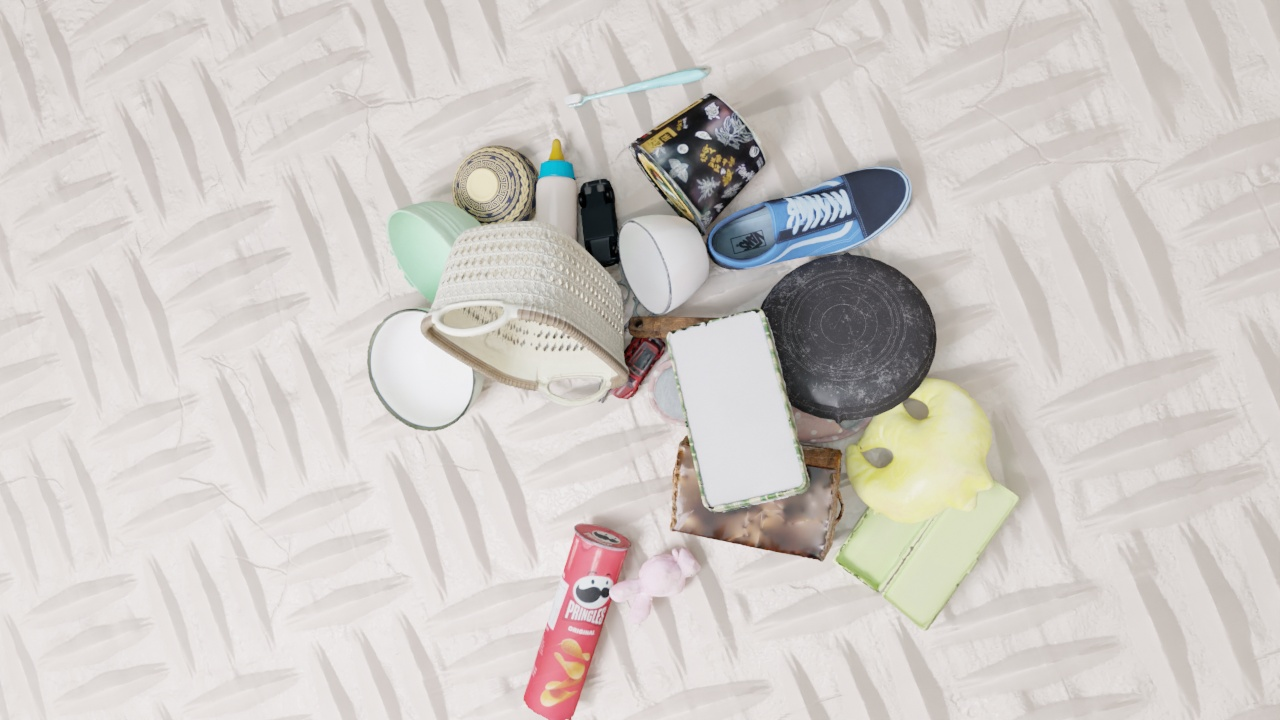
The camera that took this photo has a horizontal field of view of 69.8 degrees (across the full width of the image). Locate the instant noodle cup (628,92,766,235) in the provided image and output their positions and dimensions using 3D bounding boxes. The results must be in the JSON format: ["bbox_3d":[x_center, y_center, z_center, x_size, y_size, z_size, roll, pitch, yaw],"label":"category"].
[{"bbox_3d":[0.069,-0.231,1.049,0.112,0.137,0.137,-41,84,0],"label":"instant noodle cup"}]

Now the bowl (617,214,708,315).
[{"bbox_3d":[0.030,-0.116,1.057,0.065,0.116,0.116,-23,87,-23],"label":"bowl"}]

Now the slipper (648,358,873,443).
[{"bbox_3d":[0.142,0.041,1.077,0.275,0.054,0.114,1,93,12],"label":"slipper"}]

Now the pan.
[{"bbox_3d":[0.152,-0.037,1.044,0.357,0.040,0.207,2,69,12],"label":"pan"}]

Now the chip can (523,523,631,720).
[{"bbox_3d":[-0.080,0.322,1.127,0.073,0.073,0.233,19,96,11],"label":"chip can"}]

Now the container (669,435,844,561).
[{"bbox_3d":[0.133,0.152,1.054,0.199,0.112,0.114,7,94,13],"label":"container"}]

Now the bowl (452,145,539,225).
[{"bbox_3d":[-0.184,-0.212,1.133,0.112,0.061,0.112,0,92,12],"label":"bowl"}]

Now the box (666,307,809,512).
[{"bbox_3d":[0.103,0.053,0.987,0.118,0.050,0.205,-17,74,12],"label":"box"}]

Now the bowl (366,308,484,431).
[{"bbox_3d":[-0.256,0.005,1.142,0.153,0.072,0.153,6,107,21],"label":"bowl"}]

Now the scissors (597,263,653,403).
[{"bbox_3d":[-0.036,-0.033,1.132,0.095,0.014,0.170,37,97,0],"label":"scissors"}]

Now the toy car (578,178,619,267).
[{"bbox_3d":[-0.049,-0.166,1.119,0.046,0.034,0.112,-9,80,12],"label":"toy car"}]

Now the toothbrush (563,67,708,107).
[{"bbox_3d":[-0.006,-0.332,1.115,0.181,0.016,0.016,-9,90,11],"label":"toothbrush"}]

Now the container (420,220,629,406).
[{"bbox_3d":[-0.119,-0.051,1.035,0.185,0.246,0.142,-2,69,23],"label":"container"}]

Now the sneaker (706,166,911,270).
[{"bbox_3d":[0.190,-0.157,1.036,0.241,0.098,0.083,-18,89,12],"label":"sneaker"}]

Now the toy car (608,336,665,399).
[{"bbox_3d":[-0.007,0.007,1.114,0.042,0.036,0.091,35,104,-9],"label":"toy car"}]

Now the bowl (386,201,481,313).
[{"bbox_3d":[-0.232,-0.134,1.122,0.151,0.151,0.076,43,58,7],"label":"bowl"}]

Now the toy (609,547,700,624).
[{"bbox_3d":[0.018,0.266,1.107,0.110,0.047,0.063,-35,120,-12],"label":"toy"}]

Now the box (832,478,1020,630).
[{"bbox_3d":[0.324,0.194,1.050,0.141,0.044,0.188,35,99,30],"label":"box"}]

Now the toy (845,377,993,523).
[{"bbox_3d":[0.313,0.106,1.013,0.155,0.064,0.170,39,99,32],"label":"toy"}]

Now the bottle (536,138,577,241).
[{"bbox_3d":[-0.102,-0.197,1.121,0.051,0.051,0.146,1,92,12],"label":"bottle"}]
